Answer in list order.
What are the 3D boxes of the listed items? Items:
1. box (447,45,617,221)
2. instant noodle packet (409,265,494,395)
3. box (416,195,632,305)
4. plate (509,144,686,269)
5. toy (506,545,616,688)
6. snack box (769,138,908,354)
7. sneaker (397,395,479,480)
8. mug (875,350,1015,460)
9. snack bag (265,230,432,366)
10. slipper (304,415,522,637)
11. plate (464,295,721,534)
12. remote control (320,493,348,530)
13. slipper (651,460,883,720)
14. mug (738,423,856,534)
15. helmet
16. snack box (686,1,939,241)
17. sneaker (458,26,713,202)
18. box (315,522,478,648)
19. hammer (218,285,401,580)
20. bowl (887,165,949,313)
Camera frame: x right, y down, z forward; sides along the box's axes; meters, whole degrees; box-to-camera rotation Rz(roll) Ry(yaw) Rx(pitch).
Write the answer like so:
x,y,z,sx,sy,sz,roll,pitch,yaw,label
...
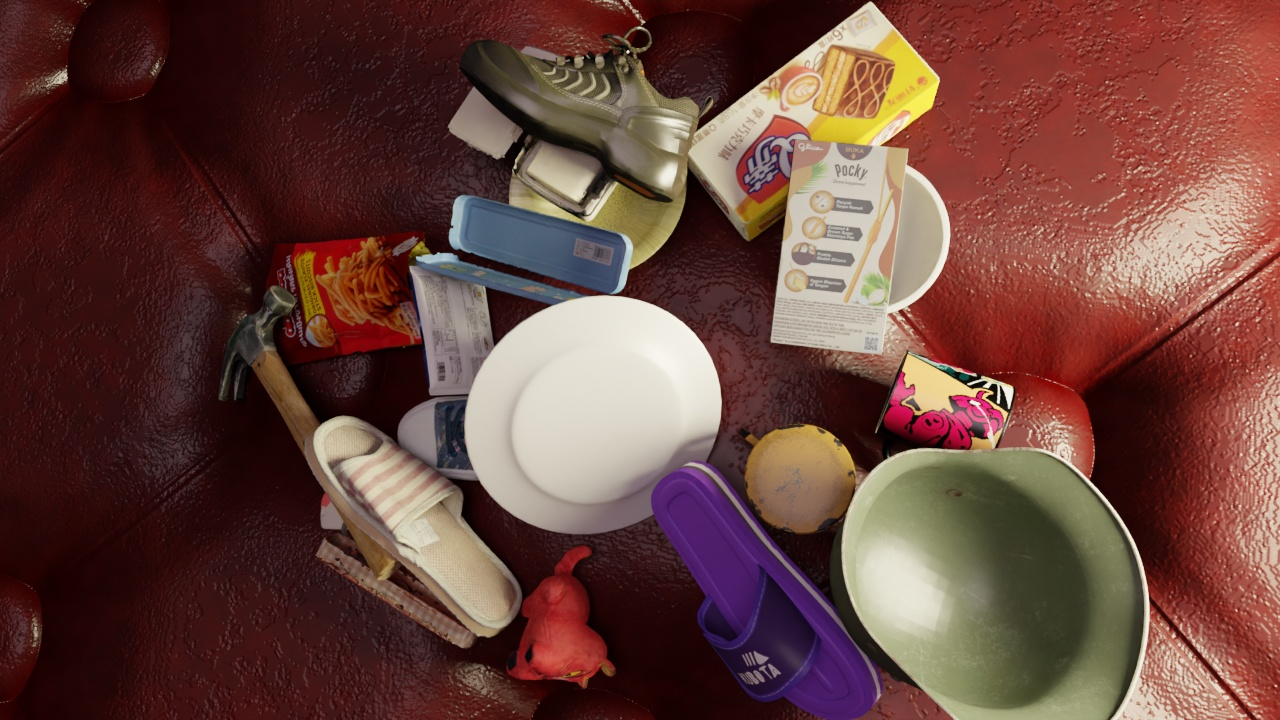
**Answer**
x,y,z,sx,sy,sz,roll,pitch,yaw,label
-0.086,-0.241,0.925,0.187,0.058,0.144,33,88,11,box
-0.187,-0.031,0.936,0.026,0.086,0.134,-22,75,44,instant noodle packet
-0.117,-0.108,0.897,0.209,0.085,0.073,16,113,23,box
-0.042,-0.171,0.949,0.184,0.036,0.184,-2,81,11,plate
-0.066,0.249,0.886,0.094,0.088,0.132,23,64,-18,toy
0.181,-0.104,0.847,0.101,0.031,0.186,7,94,7,snack box
-0.136,0.072,0.909,0.236,0.079,0.087,-4,80,11,sneaker
0.270,0.062,0.836,0.098,0.081,0.118,21,113,13,mug
-0.317,-0.067,0.991,0.208,0.066,0.139,-5,86,20,snack bag
-0.208,0.151,0.874,0.263,0.114,0.052,47,116,-2,slipper
-0.039,0.058,0.847,0.242,0.016,0.243,-5,113,-12,plate
-0.277,0.158,0.955,0.126,0.018,0.038,0,85,13,remote control
0.088,0.218,0.812,0.266,0.083,0.108,53,132,12,slipper
0.137,0.102,0.841,0.124,0.094,0.100,40,90,14,mug
0.255,0.185,0.761,0.267,0.154,0.226,30,70,-13,helmet
0.165,-0.231,0.904,0.230,0.061,0.110,-36,78,4,snack box
-0.040,-0.262,0.846,0.238,0.101,0.143,29,92,-2,sneaker
-0.229,0.215,0.910,0.187,0.057,0.070,29,70,8,box
-0.334,0.082,0.932,0.132,0.033,0.330,-46,66,15,hammer
0.216,-0.117,0.881,0.149,0.043,0.149,0,93,8,bowl
